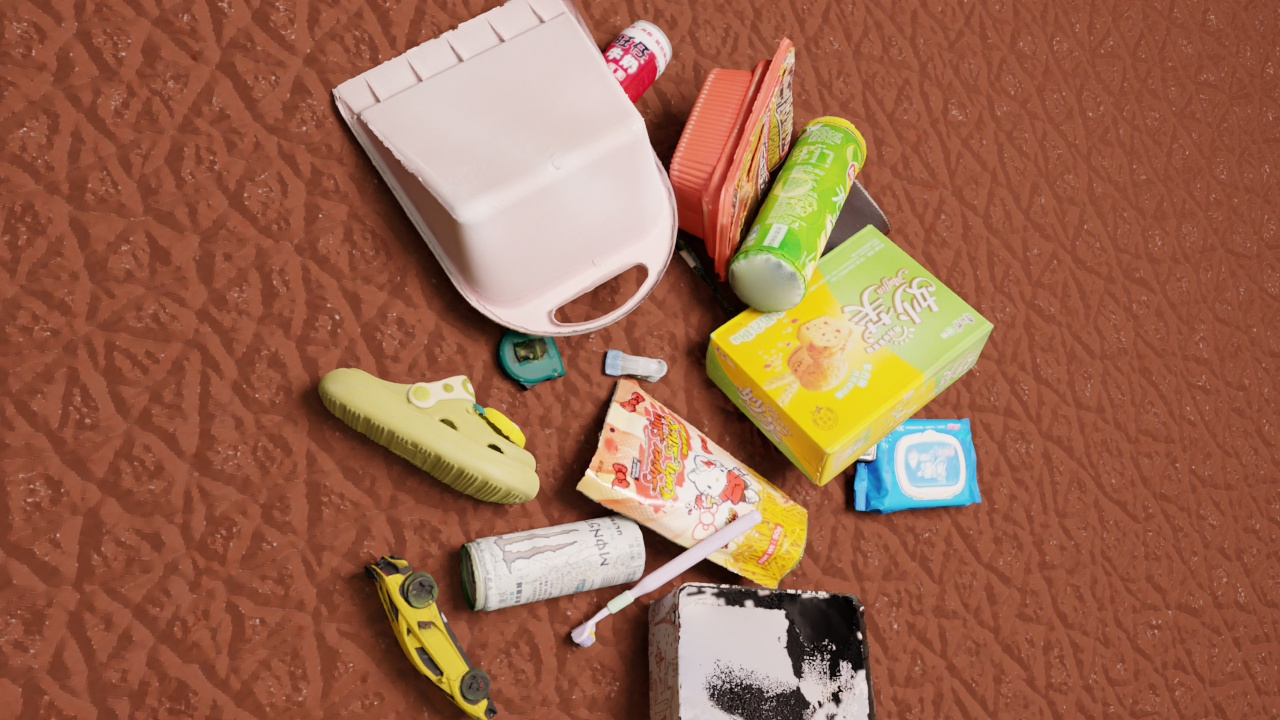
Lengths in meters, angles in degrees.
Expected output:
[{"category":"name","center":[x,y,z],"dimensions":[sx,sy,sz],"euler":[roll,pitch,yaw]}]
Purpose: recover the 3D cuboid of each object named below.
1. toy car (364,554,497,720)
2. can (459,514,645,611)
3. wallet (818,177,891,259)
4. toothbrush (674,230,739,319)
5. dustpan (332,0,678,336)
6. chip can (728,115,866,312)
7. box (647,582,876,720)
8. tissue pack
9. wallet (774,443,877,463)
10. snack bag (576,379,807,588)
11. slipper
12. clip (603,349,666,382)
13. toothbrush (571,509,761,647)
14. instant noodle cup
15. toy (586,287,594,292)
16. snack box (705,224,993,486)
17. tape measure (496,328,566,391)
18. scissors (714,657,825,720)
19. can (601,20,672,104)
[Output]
[{"category":"toy car","center":[-0.160,0.217,0.708],"dimensions":[0.041,0.071,0.156],"euler":[-32,96,-26]},{"category":"can","center":[-0.072,0.166,0.760],"dimensions":[0.146,0.058,0.058],"euler":[-5,84,-24]},{"category":"wallet","center":[0.192,-0.137,0.941],"dimensions":[0.122,0.020,0.096],"euler":[-40,94,-22]},{"category":"toothbrush","center":[0.043,-0.103,0.872],"dimensions":[0.012,0.017,0.186],"euler":[-36,98,13]},{"category":"dustpan","center":[-0.099,-0.158,0.778],"dimensions":[0.222,0.139,0.273],"euler":[-28,57,-9]},{"category":"chip can","center":[0.148,-0.137,0.853],"dimensions":[0.072,0.073,0.220],"euler":[40,53,-13]},{"category":"box","center":[0.093,0.323,0.768],"dimensions":[0.178,0.124,0.273],"euler":[7,86,-15]},{"category":"tissue pack","center":[0.281,0.105,0.925],"dimensions":[0.157,0.052,0.095],"euler":[1,82,-23]},{"category":"wallet","center":[0.183,0.035,0.889],"dimensions":[0.097,0.019,0.120],"euler":[6,81,6]},{"category":"snack bag","center":[0.048,0.112,0.812],"dimensions":[0.208,0.073,0.128],"euler":[34,46,-15]},{"category":"slipper","center":[-0.157,0.046,0.727],"dimensions":[0.190,0.092,0.081],"euler":[30,69,-13]},{"category":"clip","center":[-0.005,0.005,0.837],"dimensions":[0.057,0.030,0.024],"euler":[9,76,-12]},{"category":"toothbrush","center":[0.023,0.181,0.769],"dimensions":[0.189,0.029,0.021],"euler":[-36,80,6]},{"category":"instant noodle cup","center":[0.081,-0.181,0.836],"dimensions":[0.079,0.165,0.188],"euler":[17,72,11]},{"category":"toy","center":[-0.075,-0.137,0.810],"dimensions":[0.121,0.054,0.159],"euler":[-42,92,-20]},{"category":"snack box","center":[0.188,-0.010,0.843],"dimensions":[0.209,0.070,0.157],"euler":[-35,63,-17]},{"category":"tape measure","center":[-0.096,-0.005,0.794],"dimensions":[0.054,0.025,0.058],"euler":[-20,90,-26]},{"category":"scissors","center":[0.112,0.323,0.839],"dimensions":[0.172,0.019,0.179],"euler":[26,74,-19]},{"category":"can","center":[-0.027,-0.252,0.844],"dimensions":[0.053,0.053,0.132],"euler":[42,69,-12]}]
